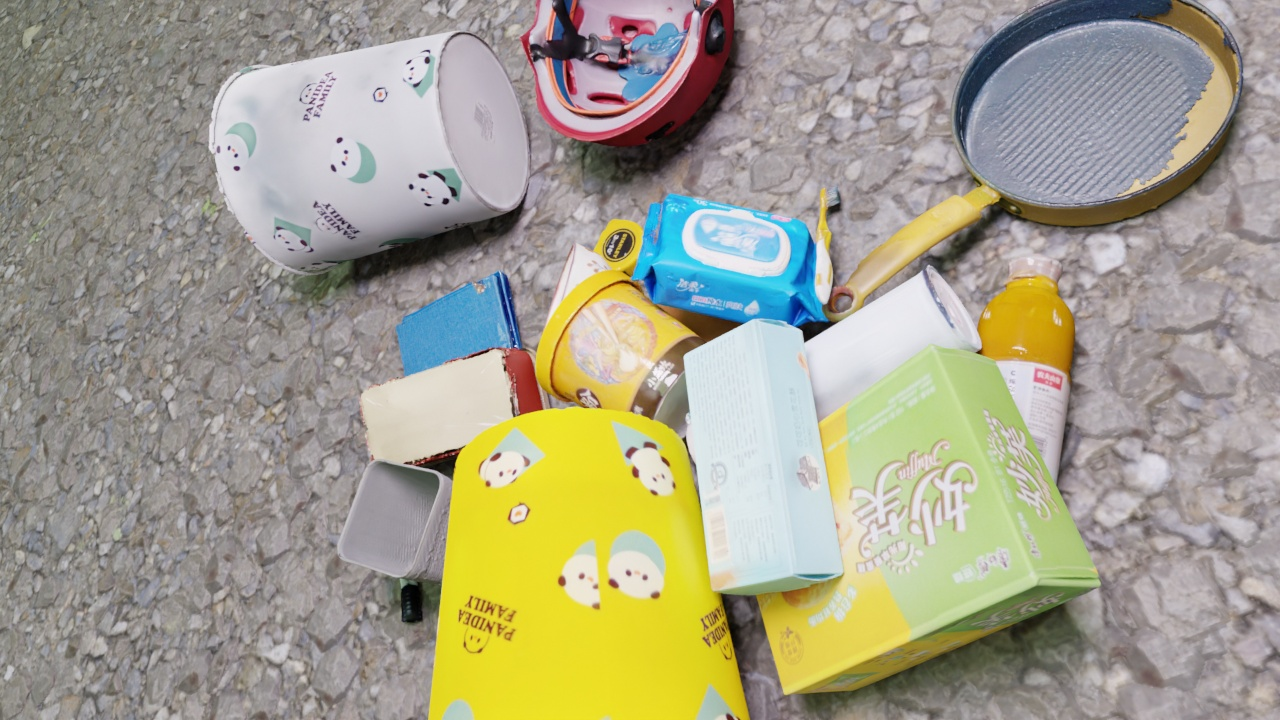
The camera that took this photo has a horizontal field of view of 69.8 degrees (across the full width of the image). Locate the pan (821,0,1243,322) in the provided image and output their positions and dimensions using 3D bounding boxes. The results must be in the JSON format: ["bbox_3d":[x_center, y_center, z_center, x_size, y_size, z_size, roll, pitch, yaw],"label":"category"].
[{"bbox_3d":[0.279,-0.146,0.695,0.357,0.078,0.197,-45,54,4],"label":"pan"}]

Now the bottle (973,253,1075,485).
[{"bbox_3d":[0.261,0.018,0.637,0.068,0.068,0.189,6,71,31],"label":"bottle"}]

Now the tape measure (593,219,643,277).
[{"bbox_3d":[-0.016,-0.103,0.875,0.057,0.029,0.060,16,77,35],"label":"tape measure"}]

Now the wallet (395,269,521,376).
[{"bbox_3d":[-0.184,-0.022,0.930,0.133,0.040,0.106,-23,67,20],"label":"wallet"}]

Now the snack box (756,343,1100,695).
[{"bbox_3d":[0.161,0.111,0.601,0.211,0.070,0.157,-43,49,40],"label":"snack box"}]

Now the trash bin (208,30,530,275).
[{"bbox_3d":[-0.268,-0.223,0.967,0.252,0.229,0.229,-8,65,20],"label":"trash bin"}]

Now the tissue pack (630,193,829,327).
[{"bbox_3d":[0.076,-0.080,0.729,0.157,0.052,0.094,13,51,-1],"label":"tissue pack"}]

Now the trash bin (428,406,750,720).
[{"bbox_3d":[-0.040,0.187,0.648,0.230,0.229,0.254,-21,54,20],"label":"trash bin"}]

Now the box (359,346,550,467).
[{"bbox_3d":[-0.178,0.045,0.855,0.169,0.080,0.091,-17,81,22],"label":"box"}]

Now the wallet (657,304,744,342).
[{"bbox_3d":[0.054,-0.045,0.807,0.108,0.031,0.131,28,86,34],"label":"wallet"}]

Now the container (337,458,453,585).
[{"bbox_3d":[-0.183,0.149,0.802,0.090,0.114,0.090,7,72,32],"label":"container"}]

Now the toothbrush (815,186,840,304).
[{"bbox_3d":[0.150,-0.096,0.730,0.018,0.016,0.190,-18,29,23],"label":"toothbrush"}]

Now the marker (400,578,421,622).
[{"bbox_3d":[-0.223,0.184,0.870,0.023,0.018,0.130,-31,56,25],"label":"marker"}]

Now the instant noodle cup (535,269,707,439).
[{"bbox_3d":[-0.004,0.004,0.743,0.114,0.118,0.118,34,87,25],"label":"instant noodle cup"}]

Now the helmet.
[{"bbox_3d":[0.001,-0.308,0.894,0.207,0.143,0.240,1,83,30],"label":"helmet"}]

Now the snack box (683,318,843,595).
[{"bbox_3d":[0.079,0.065,0.617,0.074,0.051,0.174,-27,62,46],"label":"snack box"}]

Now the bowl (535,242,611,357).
[{"bbox_3d":[-0.050,-0.045,0.835,0.062,0.114,0.113,16,72,-9],"label":"bowl"}]

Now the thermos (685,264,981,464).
[{"bbox_3d":[0.132,0.021,0.674,0.225,0.073,0.073,-34,55,28],"label":"thermos"}]
